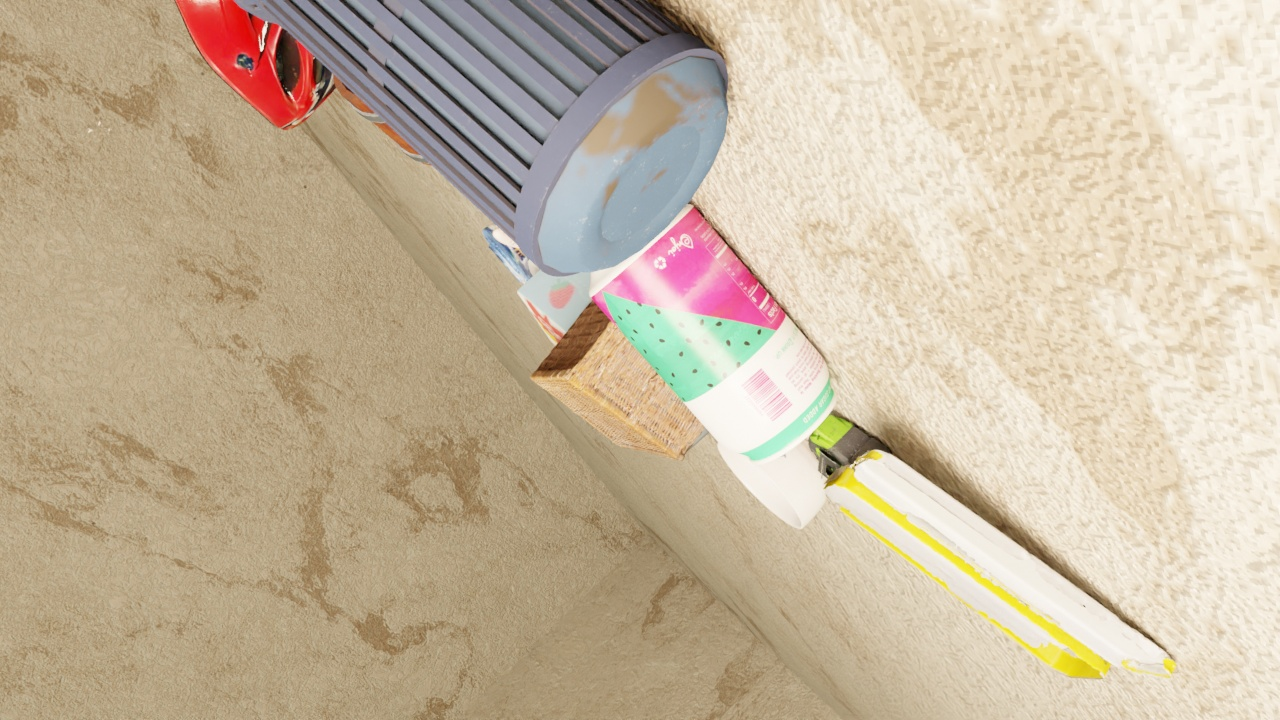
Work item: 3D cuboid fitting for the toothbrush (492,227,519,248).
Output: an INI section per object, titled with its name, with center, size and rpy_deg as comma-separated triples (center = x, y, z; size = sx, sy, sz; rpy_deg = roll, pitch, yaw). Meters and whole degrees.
[toothbrush]
center = -0.061, -0.088, 0.757
size = 0.018, 0.016, 0.181
rpy_deg = 35, -166, 28

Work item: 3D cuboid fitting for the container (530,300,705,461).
[container]
center = -0.004, 0.005, 0.777
size = 0.112, 0.113, 0.199
rpy_deg = 40, 170, -12

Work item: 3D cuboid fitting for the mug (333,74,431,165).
[mug]
center = -0.177, -0.222, 0.760
size = 0.117, 0.081, 0.111
rpy_deg = -4, 168, 19

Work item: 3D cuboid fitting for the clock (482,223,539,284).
[clock]
center = -0.127, -0.124, 1.008
size = 0.089, 0.052, 0.125
rpy_deg = 50, 169, -12

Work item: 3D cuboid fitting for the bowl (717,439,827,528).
[bowl]
center = 0.122, 0.092, 0.805
size = 0.105, 0.054, 0.105
rpy_deg = 45, 167, 13

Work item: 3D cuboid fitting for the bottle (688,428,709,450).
[bottle]
center = 0.012, 0.023, 0.987
size = 0.161, 0.046, 0.072
rpy_deg = 48, -172, 7

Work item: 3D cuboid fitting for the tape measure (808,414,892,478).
[tape measure]
center = 0.149, 0.071, 0.662
size = 0.065, 0.035, 0.059
rpy_deg = 38, 167, 39

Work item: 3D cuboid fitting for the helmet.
[helmet]
center = -0.319, -0.317, 0.727
size = 0.217, 0.167, 0.272
rpy_deg = -121, 9, -45

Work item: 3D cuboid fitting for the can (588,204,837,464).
[can]
center = 0.047, -0.017, 0.598
size = 0.166, 0.088, 0.088
rpy_deg = 49, 170, -6

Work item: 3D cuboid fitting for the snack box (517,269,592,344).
[snack box]
center = -0.056, -0.047, 0.930
size = 0.093, 0.079, 0.095
rpy_deg = 40, 167, 36

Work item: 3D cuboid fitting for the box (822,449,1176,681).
[box]
center = 0.214, 0.130, 0.576
size = 0.209, 0.023, 0.127
rpy_deg = 37, 162, 7

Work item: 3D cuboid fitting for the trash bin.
[trash bin]
center = -0.081, -0.161, 0.455
size = 0.249, 0.139, 0.139
rpy_deg = 43, 169, 15
